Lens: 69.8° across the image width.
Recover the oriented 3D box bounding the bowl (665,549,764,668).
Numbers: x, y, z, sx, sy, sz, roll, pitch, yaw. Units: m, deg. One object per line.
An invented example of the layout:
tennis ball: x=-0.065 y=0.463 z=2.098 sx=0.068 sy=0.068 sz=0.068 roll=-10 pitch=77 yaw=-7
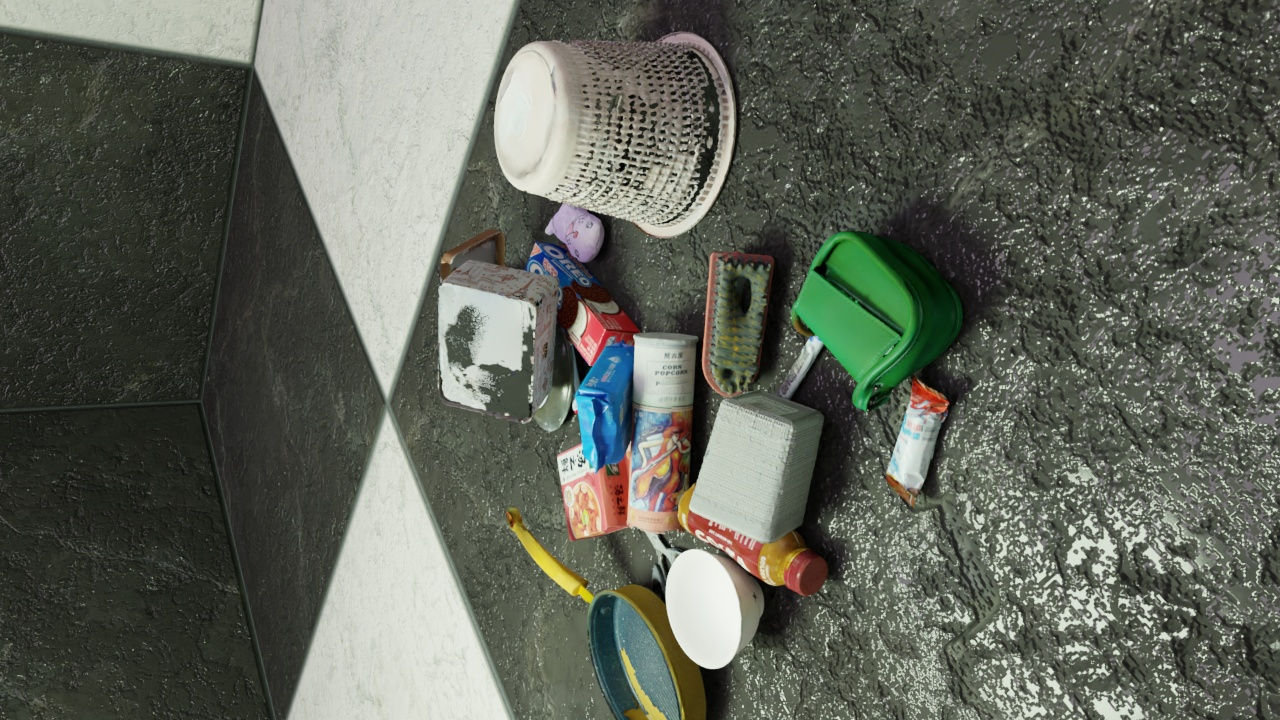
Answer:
bowl: x=0.086 y=0.248 z=0.939 sx=0.118 sy=0.064 sz=0.118 roll=4 pitch=95 yaw=53

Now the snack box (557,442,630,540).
snack box: x=-0.051 y=0.157 z=1.136 sx=0.127 sy=0.044 sz=0.113 roll=-31 pitch=64 yaw=54

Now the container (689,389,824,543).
container: x=0.113 y=0.094 z=0.862 sx=0.090 sy=0.090 sz=0.114 roll=20 pitch=106 yaw=29

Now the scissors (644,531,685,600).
scissors: x=0.020 y=0.217 z=1.074 sx=0.160 sy=0.014 sz=0.170 roll=9 pitch=98 yaw=54

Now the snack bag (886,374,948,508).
snack bag: x=0.229 y=0.067 z=0.764 sx=0.048 sy=0.026 sz=0.104 roll=-131 pitch=51 yaw=-60

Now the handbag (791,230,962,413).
handbag: x=0.191 y=-0.038 z=0.768 sx=0.131 sy=0.067 sz=0.120 roll=58 pitch=131 yaw=36

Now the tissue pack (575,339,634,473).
tissue pack: x=-0.035 y=0.049 z=1.030 sx=0.052 sy=0.156 sz=0.095 roll=4 pitch=119 yaw=13

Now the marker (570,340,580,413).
marker: x=-0.093 y=-0.001 z=1.217 sx=0.017 sy=0.017 sz=0.145 roll=-27 pitch=70 yaw=52

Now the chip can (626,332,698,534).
chip can: x=0.023 y=0.079 z=1.013 sx=0.071 sy=0.071 sz=0.215 roll=13 pitch=103 yaw=53

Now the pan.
pan: x=-0.051 y=0.303 z=1.083 sx=0.357 sy=0.078 sz=0.198 roll=54 pitch=142 yaw=32

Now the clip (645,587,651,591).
clip: x=0.017 y=0.283 z=1.055 sx=0.057 sy=0.015 sz=0.049 roll=23 pitch=117 yaw=52

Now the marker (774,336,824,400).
marker: x=0.150 y=0.012 z=0.878 sx=0.017 sy=0.016 sz=0.146 roll=55 pitch=133 yaw=37

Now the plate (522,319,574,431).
plate: x=-0.137 y=0.008 z=1.254 sx=0.180 sy=0.024 sz=0.179 roll=17 pitch=109 yaw=59

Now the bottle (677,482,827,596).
bottle: x=0.109 y=0.176 z=0.908 sx=0.175 sy=0.057 sz=0.057 roll=25 pitch=112 yaw=51

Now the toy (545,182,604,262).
toy: x=-0.078 y=-0.170 z=1.169 sx=0.108 sy=0.038 sz=0.084 roll=53 pitch=123 yaw=40

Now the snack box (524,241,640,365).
snack box: x=-0.079 y=-0.073 z=1.160 sx=0.207 sy=0.057 sz=0.058 roll=51 pitch=128 yaw=40

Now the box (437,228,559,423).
box: x=-0.173 y=-0.050 z=1.182 sx=0.157 sy=0.192 sz=0.183 roll=14 pitch=121 yaw=12

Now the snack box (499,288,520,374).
snack box: x=-0.201 y=-0.049 z=1.344 sx=0.085 sy=0.026 sz=0.157 roll=-164 pitch=75 yaw=-65

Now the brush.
brush: x=0.095 y=-0.035 z=0.923 sx=0.069 sy=0.063 sz=0.146 roll=-110 pitch=24 yaw=-77

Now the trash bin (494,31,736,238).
trash bin: x=-0.041 y=-0.250 z=0.984 sx=0.228 sy=0.191 sz=0.227 roll=4 pitch=94 yaw=54
